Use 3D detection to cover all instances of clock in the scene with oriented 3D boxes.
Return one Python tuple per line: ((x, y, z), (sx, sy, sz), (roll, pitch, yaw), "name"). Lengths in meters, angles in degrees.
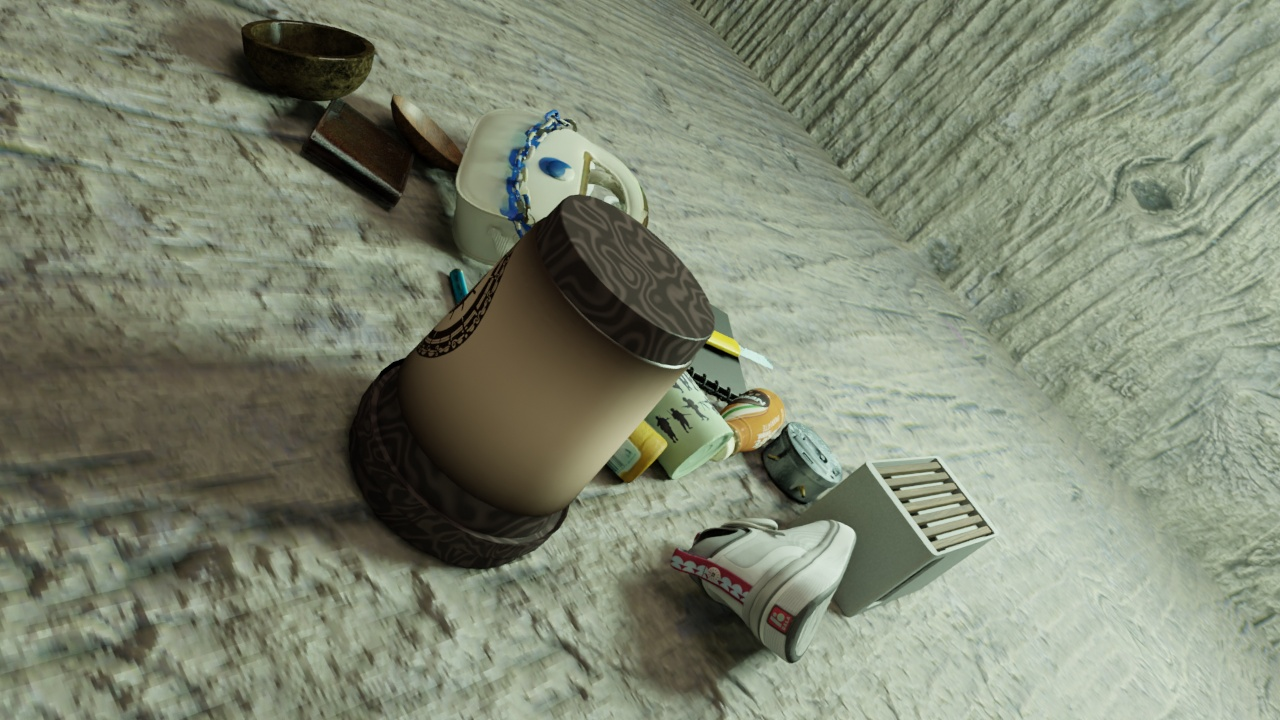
((0.193, 0.116, 1.071), (0.090, 0.052, 0.129), (50, 27, 12), "clock")

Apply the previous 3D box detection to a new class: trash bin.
((0.287, 0.189, 1.025), (0.228, 0.115, 0.114), (5, 45, -53), "trash bin")

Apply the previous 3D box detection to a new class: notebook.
((0.033, -0.045, 1.100), (0.231, 0.019, 0.168), (28, 35, -31), "notebook")

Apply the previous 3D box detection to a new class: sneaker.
((0.116, 0.183, 0.830), (0.129, 0.097, 0.262), (27, 10, 18), "sneaker")

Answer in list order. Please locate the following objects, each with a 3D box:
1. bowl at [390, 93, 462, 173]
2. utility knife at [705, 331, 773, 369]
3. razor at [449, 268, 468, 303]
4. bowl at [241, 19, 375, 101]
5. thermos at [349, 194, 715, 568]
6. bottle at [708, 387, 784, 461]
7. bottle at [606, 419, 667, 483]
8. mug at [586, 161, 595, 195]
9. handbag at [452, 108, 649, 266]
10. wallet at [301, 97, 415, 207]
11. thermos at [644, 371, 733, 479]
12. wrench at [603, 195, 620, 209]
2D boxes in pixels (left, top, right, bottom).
((-0.235, -0.239, 0.999), (0.114, 0.026, 0.102), (52, 13, 26), "bowl")
((0.089, -0.026, 1.111), (0.206, 0.018, 0.030), (20, 44, -32), "utility knife")
((-0.154, -0.035, 0.826), (0.042, 0.022, 0.143), (-9, 44, -15), "razor")
((-0.323, -0.286, 0.895), (0.121, 0.056, 0.121), (11, 31, -7), "bowl")
((-0.071, 0.012, 0.631), (0.172, 0.227, 0.172), (34, 27, -21), "thermos")
((0.109, 0.074, 1.002), (0.059, 0.059, 0.166), (49, 26, 9), "bottle")
((-0.058, 0.028, 0.831), (0.186, 0.053, 0.053), (45, 25, 2), "bottle")
((-0.109, -0.216, 1.117), (0.089, 0.074, 0.105), (8, 69, -51), "mug")
((-0.087, -0.176, 0.942), (0.199, 0.093, 0.200), (9, 48, -7), "handbag")
((-0.272, -0.208, 0.903), (0.099, 0.031, 0.119), (35, 24, -24), "wallet")
((-0.005, 0.005, 0.920), (0.231, 0.082, 0.082), (52, 26, 18), "thermos")
((-0.007, -0.100, 1.063), (0.086, 0.018, 0.273), (7, 46, -34), "wrench")
